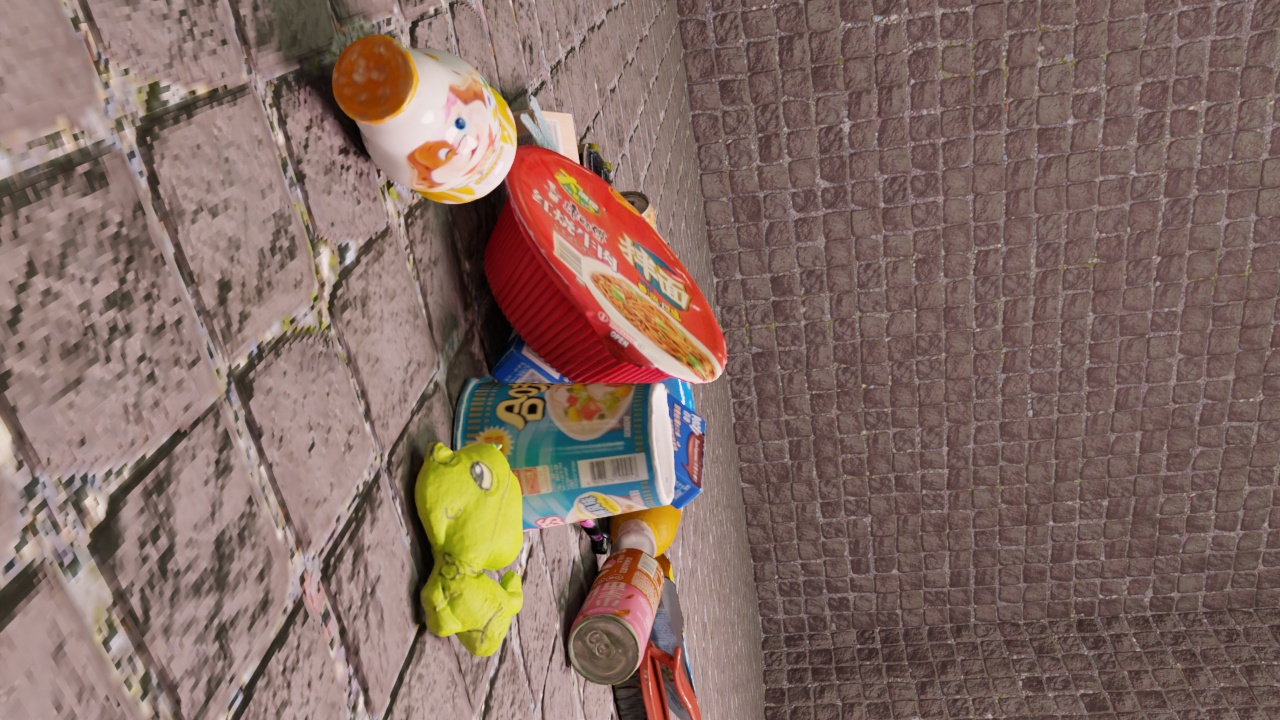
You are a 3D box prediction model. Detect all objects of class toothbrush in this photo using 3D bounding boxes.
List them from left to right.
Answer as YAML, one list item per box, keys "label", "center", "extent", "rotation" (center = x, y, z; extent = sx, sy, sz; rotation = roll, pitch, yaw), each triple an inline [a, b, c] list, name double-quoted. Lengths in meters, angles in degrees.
- label: "toothbrush"
  center: [-0.038, 0.139, 0.730]
  extent: [0.189, 0.014, 0.017]
  rotation: [79, 15, -73]

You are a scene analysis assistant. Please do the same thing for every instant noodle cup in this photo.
- label: "instant noodle cup"
  center: [-0.039, 0.052, 0.527]
  extent: [0.099, 0.110, 0.099]
  rotation: [-5, 89, -80]
- label: "instant noodle cup"
  center: [-0.032, -0.047, 0.591]
  extent: [0.194, 0.066, 0.193]
  rotation: [41, 23, -22]

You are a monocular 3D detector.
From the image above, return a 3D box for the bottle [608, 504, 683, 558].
- label: "bottle"
  center: [0.007, 0.144, 0.900]
  extent: [0.189, 0.068, 0.068]
  rotation: [-63, 146, -74]

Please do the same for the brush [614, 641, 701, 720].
- label: "brush"
  center: [0.018, 0.320, 0.849]
  extent: [0.063, 0.069, 0.146]
  rotation: [-80, 162, -64]

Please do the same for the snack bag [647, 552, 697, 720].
- label: "snack bag"
  center: [0.021, 0.276, 0.915]
  extent: [0.110, 0.038, 0.191]
  rotation: [18, -56, 56]

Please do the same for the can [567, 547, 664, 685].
- label: "can"
  center: [-0.017, 0.201, 0.738]
  extent: [0.147, 0.058, 0.058]
  rotation: [-44, 128, -79]

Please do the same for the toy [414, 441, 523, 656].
- label: "toy"
  center: [-0.083, 0.090, 0.456]
  extent: [0.097, 0.031, 0.100]
  rotation: [50, 42, -45]

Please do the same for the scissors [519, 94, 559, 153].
- label: "scissors"
  center: [-0.059, -0.128, 0.664]
  extent: [0.137, 0.017, 0.077]
  rotation: [50, 48, -56]

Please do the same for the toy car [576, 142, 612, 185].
- label: "toy car"
  center: [-0.047, -0.172, 0.865]
  extent: [0.090, 0.035, 0.042]
  rotation: [40, 43, -77]

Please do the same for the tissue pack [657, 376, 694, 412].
- label: "tissue pack"
  center: [-0.005, 0.005, 0.835]
  extent: [0.052, 0.095, 0.157]
  rotation: [-80, 160, -64]

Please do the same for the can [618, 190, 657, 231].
- label: "can"
  center: [-0.004, -0.116, 1.034]
  extent: [0.146, 0.058, 0.058]
  rotation: [75, 13, -45]

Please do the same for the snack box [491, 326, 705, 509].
- label: "snack box"
  center: [-0.023, 0.026, 0.617]
  extent: [0.157, 0.026, 0.084]
  rotation: [38, 26, -15]

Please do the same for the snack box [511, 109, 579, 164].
- label: "snack box"
  center: [-0.065, -0.110, 0.705]
  extent: [0.084, 0.026, 0.157]
  rotation: [-38, 122, -70]

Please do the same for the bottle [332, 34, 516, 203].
- label: "bottle"
  center: [-0.097, -0.109, 0.412]
  extent: [0.108, 0.063, 0.063]
  rotation: [10, 74, -81]
